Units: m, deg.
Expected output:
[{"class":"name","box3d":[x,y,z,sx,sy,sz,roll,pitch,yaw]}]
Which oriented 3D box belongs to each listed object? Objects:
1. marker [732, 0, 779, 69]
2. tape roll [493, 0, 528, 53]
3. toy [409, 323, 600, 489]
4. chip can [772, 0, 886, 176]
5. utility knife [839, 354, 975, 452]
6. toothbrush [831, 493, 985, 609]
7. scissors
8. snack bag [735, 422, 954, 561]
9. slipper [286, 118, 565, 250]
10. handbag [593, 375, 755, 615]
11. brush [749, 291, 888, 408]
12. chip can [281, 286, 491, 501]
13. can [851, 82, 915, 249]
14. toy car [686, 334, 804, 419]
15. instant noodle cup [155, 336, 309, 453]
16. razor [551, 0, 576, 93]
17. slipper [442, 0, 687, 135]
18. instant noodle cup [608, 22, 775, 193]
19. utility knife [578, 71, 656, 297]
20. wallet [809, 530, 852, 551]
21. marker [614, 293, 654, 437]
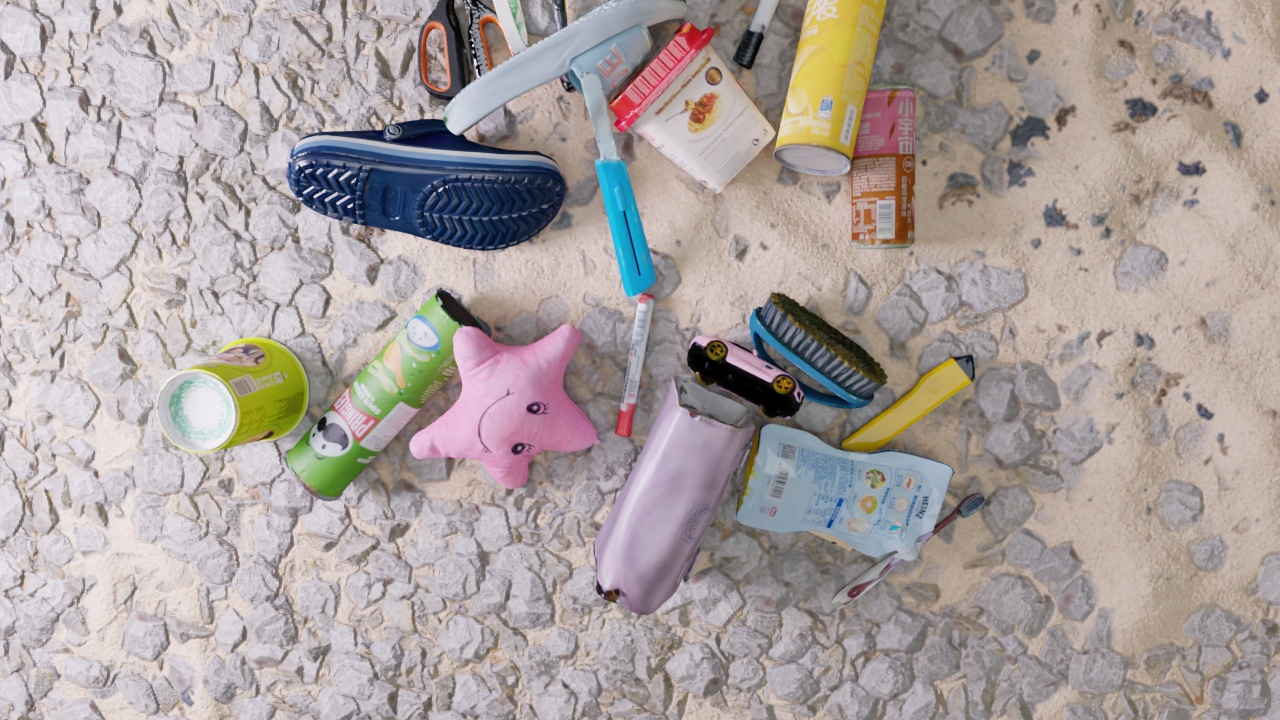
[{"class":"marker","box3d":[0.119,-0.338,0.856,0.022,0.018,0.131,23,100,10]},{"class":"tape roll","box3d":[-0.122,-0.327,0.842,0.014,0.085,0.086,-14,97,5]},{"class":"toy","box3d":[-0.115,0.044,0.896,0.178,0.074,0.195,20,113,-21]},{"class":"chip can","box3d":[0.174,-0.276,0.810,0.072,0.072,0.213,12,86,3]},{"class":"utility knife","box3d":[0.263,0.046,0.901,0.156,0.015,0.033,-37,88,10]},{"class":"toothbrush","box3d":[0.268,0.193,0.920,0.188,0.017,0.016,-39,93,8]},{"class":"scissors","box3d":[-0.163,-0.364,0.877,0.152,0.021,0.234,14,95,-4]},{"class":"snack bag","box3d":[0.195,0.129,0.885,0.191,0.039,0.110,13,96,0]},{"class":"slipper","box3d":[-0.199,-0.174,0.872,0.252,0.105,0.095,4,56,-10]},{"class":"handbag","box3d":[0.030,0.126,0.866,0.098,0.144,0.197,25,100,3]},{"class":"brush","box3d":[0.163,-0.001,0.885,0.144,0.055,0.074,37,121,-2]},{"class":"chip can","box3d":[-0.252,0.035,0.913,0.072,0.072,0.236,44,98,-2]},{"class":"can","box3d":[0.225,-0.178,0.850,0.058,0.058,0.147,-1,98,5]},{"class":"toy car","box3d":[0.102,0.013,0.888,0.122,0.056,0.037,28,59,9]},{"class":"instant noodle cup","box3d":[-0.404,0.039,0.898,0.112,0.123,0.112,1,98,4]},{"class":"razor","box3d":[-0.076,-0.327,0.871,0.043,0.022,0.143,-5,98,7]},{"class":"slipper","box3d":[-0.061,-0.259,0.825,0.245,0.104,0.074,-30,107,-4]},{"class":"instant noodle cup","box3d":[0.049,-0.225,0.837,0.124,0.116,0.117,42,99,-15]},{"class":"utility knife","box3d":[-0.022,-0.158,0.842,0.034,0.018,0.225,-17,125,-3]},{"class":"wallet","box3d":[0.177,0.129,0.917,0.115,0.024,0.087,25,104,1]},{"class":"marker","box3d":[-0.005,0.005,0.916,0.017,0.017,0.145,11,99,3]}]
